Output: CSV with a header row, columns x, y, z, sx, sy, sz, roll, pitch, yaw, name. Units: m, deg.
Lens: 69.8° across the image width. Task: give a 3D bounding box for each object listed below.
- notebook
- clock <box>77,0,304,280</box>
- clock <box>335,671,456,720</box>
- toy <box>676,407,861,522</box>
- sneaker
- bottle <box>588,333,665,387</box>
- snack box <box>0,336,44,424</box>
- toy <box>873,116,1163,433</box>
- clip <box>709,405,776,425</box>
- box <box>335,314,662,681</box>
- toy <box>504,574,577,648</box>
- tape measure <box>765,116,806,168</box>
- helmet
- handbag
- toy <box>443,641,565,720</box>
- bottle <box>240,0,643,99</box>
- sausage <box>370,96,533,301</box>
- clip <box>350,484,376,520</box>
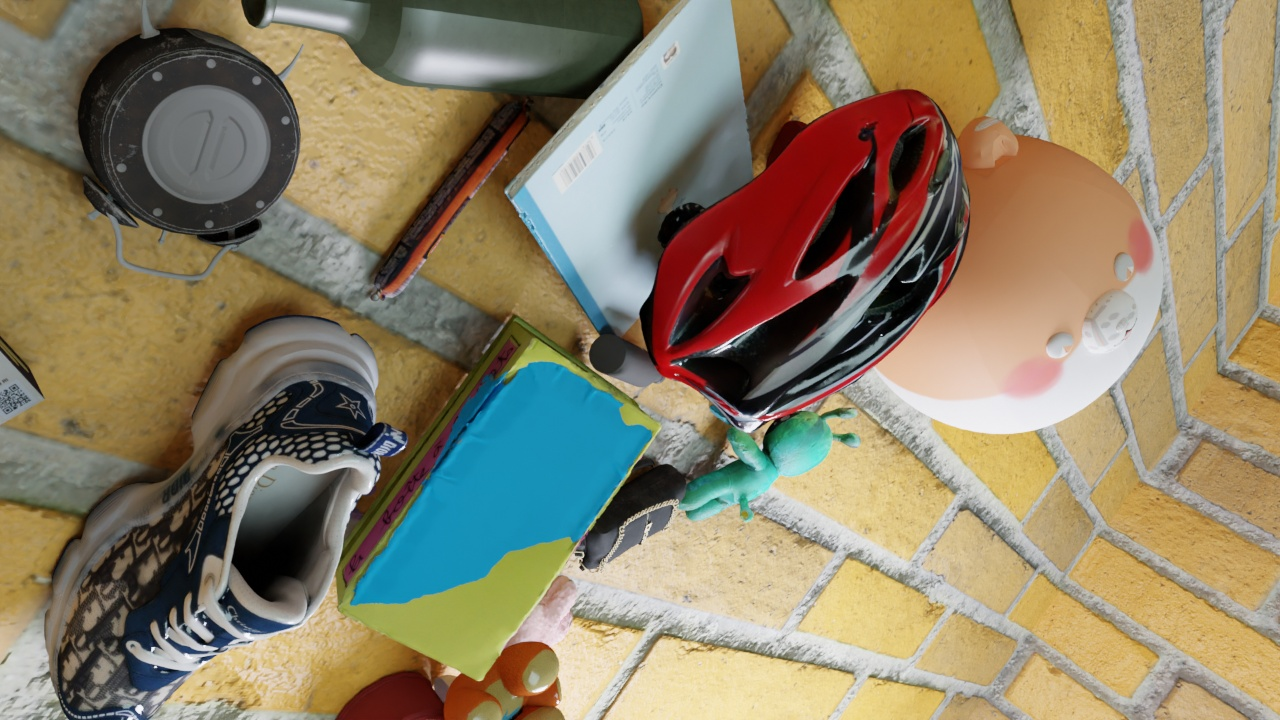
x,y,z,sx,sy,sz,roll,pitch,yaw,name
0.010,-0.115,0.614,0.181,0.009,0.253,-49,160,-7,notebook
-0.210,-0.101,0.427,0.091,0.044,0.123,11,110,-49,clock
-0.192,0.306,0.753,0.137,0.048,0.096,14,107,-49,clock
0.125,0.103,0.889,0.193,0.072,0.131,-31,148,3,toy
-0.221,0.112,0.491,0.103,0.132,0.269,33,96,-43,sneaker
-0.004,0.004,0.724,0.030,0.030,0.113,-57,157,4,bottle
-0.342,-0.026,0.357,0.100,0.032,0.186,-36,139,-22,snack box
0.317,-0.074,0.823,0.263,0.266,0.280,-51,129,0,toy
0.112,0.044,0.891,0.119,0.027,0.103,-6,120,-44,clip
-0.099,0.092,0.632,0.124,0.080,0.221,34,89,-24,box
-0.095,0.237,0.803,0.104,0.053,0.108,-29,137,-44,toy
0.124,-0.156,0.732,0.019,0.059,0.052,-7,153,-43,tape measure
0.124,-0.072,0.647,0.271,0.167,0.217,-41,167,-7,helmet
-0.012,0.141,0.822,0.128,0.054,0.079,-25,145,-36,handbag
-0.109,0.303,0.738,0.111,0.096,0.176,-34,148,-37,toy
-0.094,-0.176,0.469,0.206,0.071,0.072,-10,125,-42,bottle
-0.114,-0.097,0.551,0.155,0.020,0.020,-53,142,-1,sausage
-0.197,0.090,0.614,0.045,0.014,0.051,-45,143,-12,clip
